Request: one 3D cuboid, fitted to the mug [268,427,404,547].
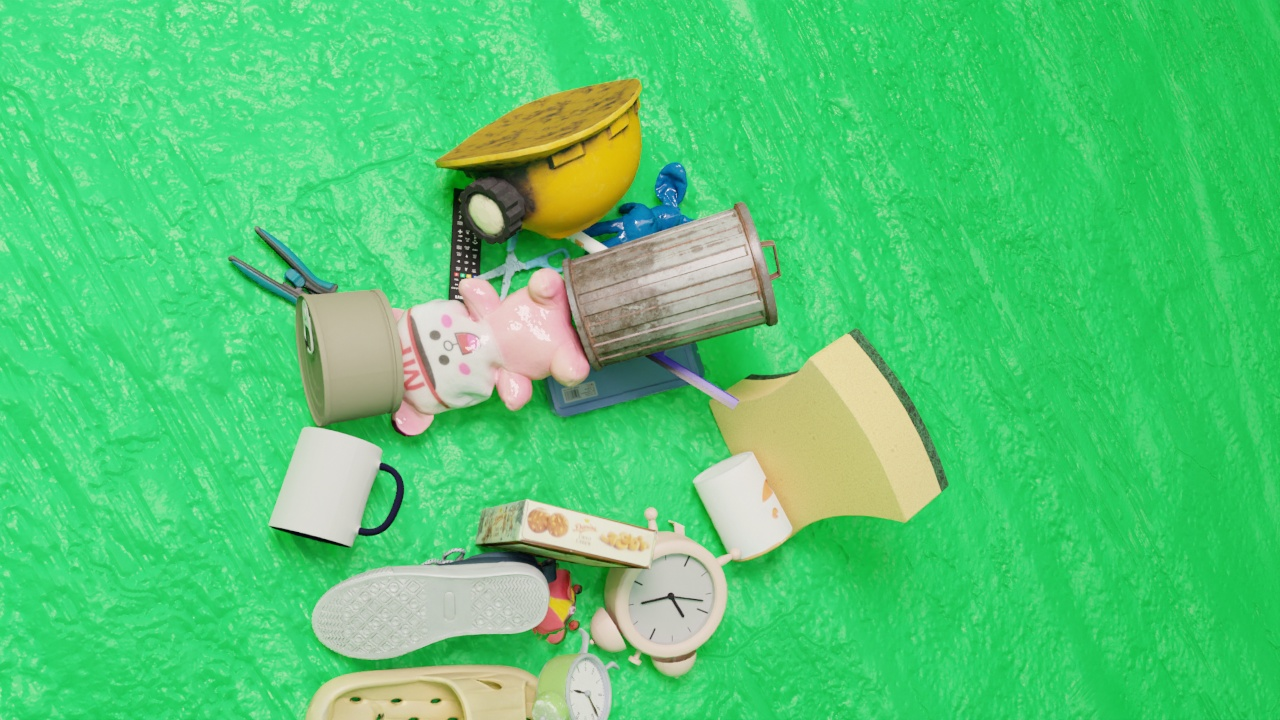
[{"bbox_3d":[-0.285,0.126,0.881,0.112,0.079,0.096,14,72,-1],"label":"mug"}]

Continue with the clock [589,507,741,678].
[{"bbox_3d":[0.024,0.261,1.029,0.131,0.086,0.160,28,78,-19],"label":"clock"}]

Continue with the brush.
[{"bbox_3d":[0.205,0.092,1.048,0.075,0.251,0.195,-30,90,-29],"label":"brush"}]

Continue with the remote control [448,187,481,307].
[{"bbox_3d":[-0.195,-0.123,1.021,0.033,0.015,0.146,6,77,-26],"label":"remote control"}]

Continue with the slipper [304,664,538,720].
[{"bbox_3d":[-0.188,0.353,0.893,0.261,0.079,0.111,13,71,-24],"label":"slipper"}]

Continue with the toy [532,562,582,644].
[{"bbox_3d":[-0.108,0.255,0.975,0.103,0.046,0.084,10,88,-20],"label":"toy"}]

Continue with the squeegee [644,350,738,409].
[{"bbox_3d":[0.043,-0.083,1.050,0.249,0.055,0.184,31,59,5],"label":"squeegee"}]

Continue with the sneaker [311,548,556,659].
[{"bbox_3d":[-0.200,0.231,0.909,0.235,0.087,0.089,-4,102,-6],"label":"sneaker"}]

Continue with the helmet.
[{"bbox_3d":[-0.088,-0.207,1.007,0.254,0.206,0.131,-45,126,-42],"label":"helmet"}]

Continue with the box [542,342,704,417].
[{"bbox_3d":[-0.006,0.005,1.058,0.209,0.079,0.072,-13,83,-29],"label":"box"}]

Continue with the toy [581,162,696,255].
[{"bbox_3d":[0.008,-0.172,1.108,0.176,0.071,0.113,-21,101,-29],"label":"toy"}]

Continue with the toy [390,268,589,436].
[{"bbox_3d":[-0.166,-0.011,0.942,0.213,0.084,0.142,-17,91,2],"label":"toy"}]

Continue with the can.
[{"bbox_3d":[-0.283,-0.004,0.888,0.073,0.128,0.127,-9,84,-29],"label":"can"}]

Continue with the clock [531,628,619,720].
[{"bbox_3d":[-0.069,0.353,0.950,0.094,0.043,0.119,55,34,-28],"label":"clock"}]

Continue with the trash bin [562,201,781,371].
[{"bbox_3d":[0.039,-0.075,0.945,0.211,0.131,0.131,-16,87,4],"label":"trash bin"}]

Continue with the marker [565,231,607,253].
[{"bbox_3d":[-0.056,-0.130,1.046,0.145,0.017,0.017,35,59,25],"label":"marker"}]

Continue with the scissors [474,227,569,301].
[{"bbox_3d":[-0.131,-0.113,1.050,0.119,0.015,0.138,23,67,-26],"label":"scissors"}]

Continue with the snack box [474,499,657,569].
[{"bbox_3d":[-0.079,0.182,0.943,0.143,0.147,0.041,17,72,-23],"label":"snack box"}]

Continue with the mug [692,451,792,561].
[{"bbox_3d":[0.121,0.172,1.084,0.082,0.082,0.105,-28,92,-29],"label":"mug"}]

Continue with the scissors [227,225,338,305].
[{"bbox_3d":[-0.344,-0.078,0.931,0.131,0.019,0.149,-7,92,-24],"label":"scissors"}]
